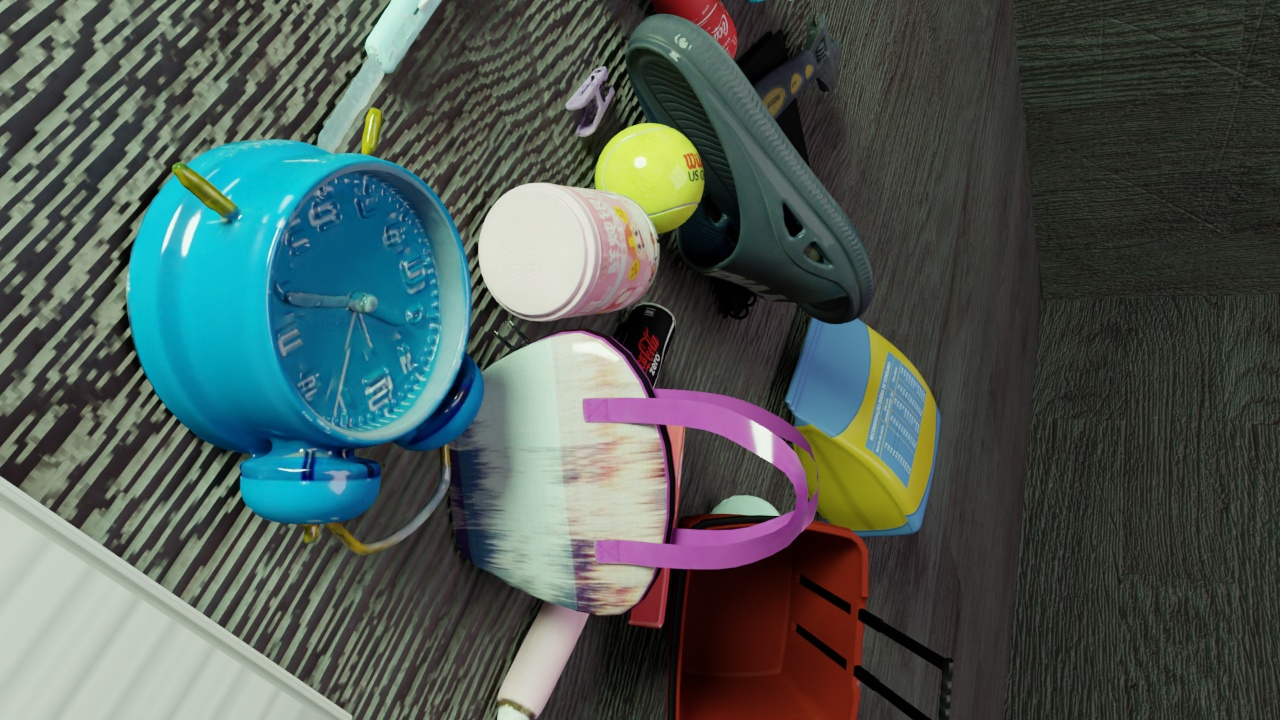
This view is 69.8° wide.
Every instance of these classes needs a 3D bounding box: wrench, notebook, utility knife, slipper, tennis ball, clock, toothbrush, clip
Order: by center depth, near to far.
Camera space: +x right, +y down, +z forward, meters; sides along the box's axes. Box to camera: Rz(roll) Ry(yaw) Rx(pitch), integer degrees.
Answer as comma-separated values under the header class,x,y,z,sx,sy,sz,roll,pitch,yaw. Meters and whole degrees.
class,x,y,z,sx,sy,sz,roll,pitch,yaw
notebook,-0.181,0.133,0.268,0.210,0.009,0.142,61,41,-42
clock,-0.111,-0.006,0.340,0.116,0.060,0.161,-47,131,-51
utility knife,-0.105,-0.147,0.402,0.022,0.015,0.158,56,47,-48
toothbrush,-0.052,0.158,0.487,0.026,0.027,0.221,61,40,-32
clip,-0.028,-0.153,0.542,0.052,0.013,0.036,-64,144,-43
tennis ball,0.005,-0.108,0.547,0.065,0.065,0.065,-1,91,-61
slipper,0.065,-0.100,0.614,0.083,0.111,0.268,-48,123,-11
notebook,0.096,-0.158,0.764,0.230,0.019,0.169,-54,134,-47
wrench,0.133,-0.244,0.791,0.272,0.022,0.073,-50,136,-50

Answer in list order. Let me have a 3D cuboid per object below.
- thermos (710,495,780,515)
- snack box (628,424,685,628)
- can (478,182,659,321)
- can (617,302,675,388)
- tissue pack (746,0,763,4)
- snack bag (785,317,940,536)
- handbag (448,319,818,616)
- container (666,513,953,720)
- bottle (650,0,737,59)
class,x,y,z,sx,sy,sz,roll,pitch,yaw
thermos,0.115,0.183,0.752,0.077,0.065,0.207,-61,143,-20
snack box,0.013,0.095,0.575,0.089,0.021,0.132,76,20,-78
can,-0.035,-0.055,0.471,0.076,0.067,0.067,-13,102,-62
can,-0.003,0.003,0.568,0.031,0.032,0.080,60,41,-43
tissue pack,0.073,-0.306,0.630,0.144,0.061,0.093,-116,-175,-58
snack bag,0.206,0.052,0.897,0.205,0.102,0.158,52,45,-30
handbag,-0.002,0.052,0.425,0.067,0.170,0.144,-19,107,-60
container,0.080,0.167,0.552,0.201,0.127,0.148,-178,-87,-82
bottle,0.037,-0.235,0.628,0.141,0.042,0.041,38,58,-56
